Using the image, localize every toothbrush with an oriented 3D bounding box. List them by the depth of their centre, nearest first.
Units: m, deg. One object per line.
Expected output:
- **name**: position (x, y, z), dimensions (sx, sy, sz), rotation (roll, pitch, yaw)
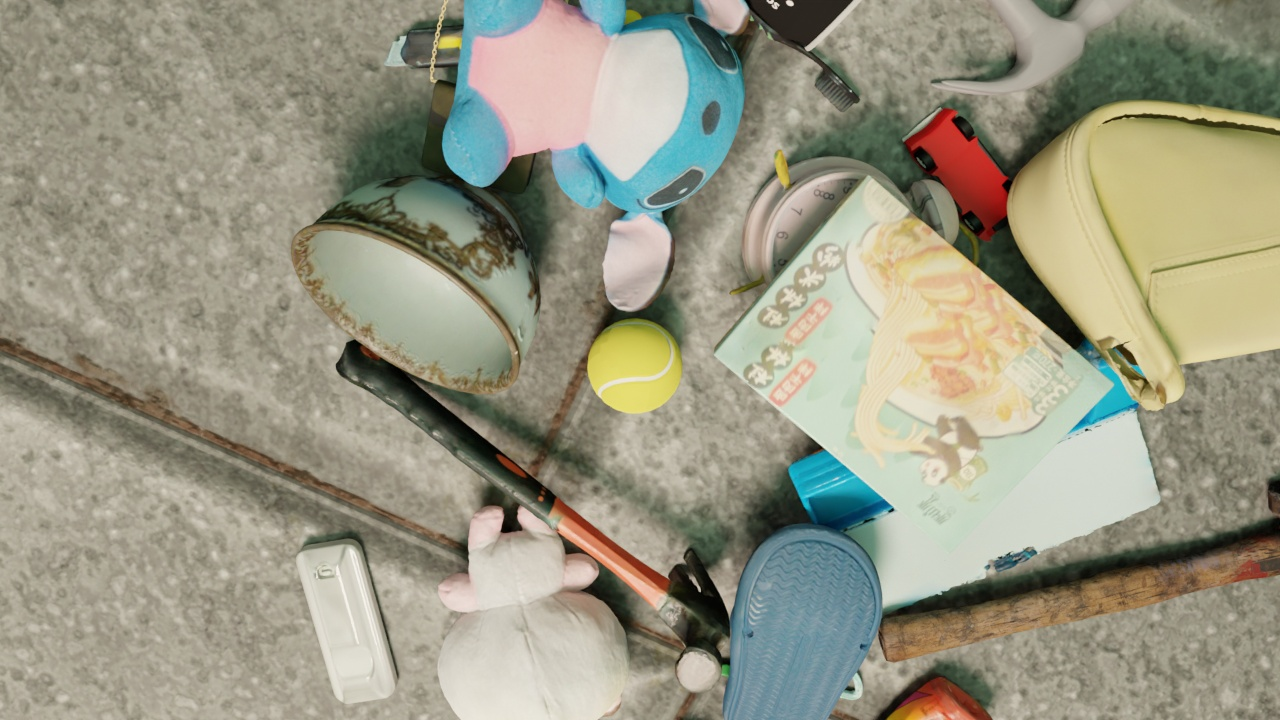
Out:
- **toothbrush**: position (0.070, -0.227, 0.600), dimensions (0.188, 0.014, 0.017), rotation (38, 109, -8)

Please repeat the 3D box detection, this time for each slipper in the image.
- **slipper**: position (0.113, 0.201, 0.669), dimensions (0.104, 0.059, 0.214), rotation (6, 120, -1)

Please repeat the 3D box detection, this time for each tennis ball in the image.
- **tennis ball**: position (-0.004, 0.004, 0.631), dimensions (0.065, 0.065, 0.065), rotation (0, 104, 0)

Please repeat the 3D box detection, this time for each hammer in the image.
- **hammer**: position (0.168, -0.299, 0.574), dimensions (0.125, 0.029, 0.311), rotation (-42, 99, 9)
- **hammer**: position (-0.076, 0.092, 0.638), dimensions (0.333, 0.133, 0.033), rotation (37, 104, 1)
- **hammer**: position (0.343, 0.182, 0.684), dimensions (0.330, 0.033, 0.120), rotation (-13, 104, 2)

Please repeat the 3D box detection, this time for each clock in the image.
- **clock**: position (0.147, -0.072, 0.614), dimensions (0.158, 0.058, 0.117), rotation (14, 104, -4)

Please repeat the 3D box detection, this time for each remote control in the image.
- **remote control**: position (-0.226, 0.202, 0.705), dimensions (0.050, 0.022, 0.133), rotation (-10, 103, 3)

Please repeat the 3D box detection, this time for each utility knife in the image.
- **utility knife**: position (-0.084, -0.209, 0.604), dimensions (0.174, 0.020, 0.029), rotation (-4, 102, 3)

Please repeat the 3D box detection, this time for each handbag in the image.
- **handbag**: position (0.356, -0.071, 0.574), dimensions (0.232, 0.089, 0.191), rotation (-7, 82, -12)
- **handbag**: position (-0.089, -0.200, 0.585), dimensions (0.084, 0.027, 0.178), rotation (15, 114, -6)

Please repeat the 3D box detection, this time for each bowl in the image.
- **bowl**: position (-0.128, -0.062, 0.591), dimensions (0.160, 0.160, 0.093), rotation (30, 61, -7)

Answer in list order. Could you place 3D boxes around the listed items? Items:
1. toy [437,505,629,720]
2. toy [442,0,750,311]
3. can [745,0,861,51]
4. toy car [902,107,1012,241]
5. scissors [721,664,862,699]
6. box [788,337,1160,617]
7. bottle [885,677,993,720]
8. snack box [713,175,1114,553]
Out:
- **toy**: position (-0.082, 0.192, 0.668), dimensions (0.138, 0.101, 0.179), rotation (-11, 86, -9)
- **toy**: position (-0.025, -0.148, 0.562), dimensions (0.191, 0.099, 0.224), rotation (5, 112, -26)
- **can**: position (0.076, -0.266, 0.555), dimensions (0.146, 0.080, 0.080), rotation (42, 100, -9)
- **toy car**: position (0.218, -0.125, 0.618), dimensions (0.038, 0.025, 0.089), rotation (-40, 101, 9)
- **scissors**: position (0.118, 0.250, 0.718), dimensions (0.123, 0.011, 0.127), rotation (-21, 104, 4)
- **box**: position (0.241, 0.080, 0.660), dimensions (0.244, 0.059, 0.176), rotation (-24, 126, 6)
- **bottle**: position (0.211, 0.314, 0.714), dimensions (0.071, 0.048, 0.134), rotation (37, 101, -8)
- **snack box**: position (0.163, 0.003, 0.569), dimensions (0.193, 0.044, 0.141), rotation (40, 100, -1)
